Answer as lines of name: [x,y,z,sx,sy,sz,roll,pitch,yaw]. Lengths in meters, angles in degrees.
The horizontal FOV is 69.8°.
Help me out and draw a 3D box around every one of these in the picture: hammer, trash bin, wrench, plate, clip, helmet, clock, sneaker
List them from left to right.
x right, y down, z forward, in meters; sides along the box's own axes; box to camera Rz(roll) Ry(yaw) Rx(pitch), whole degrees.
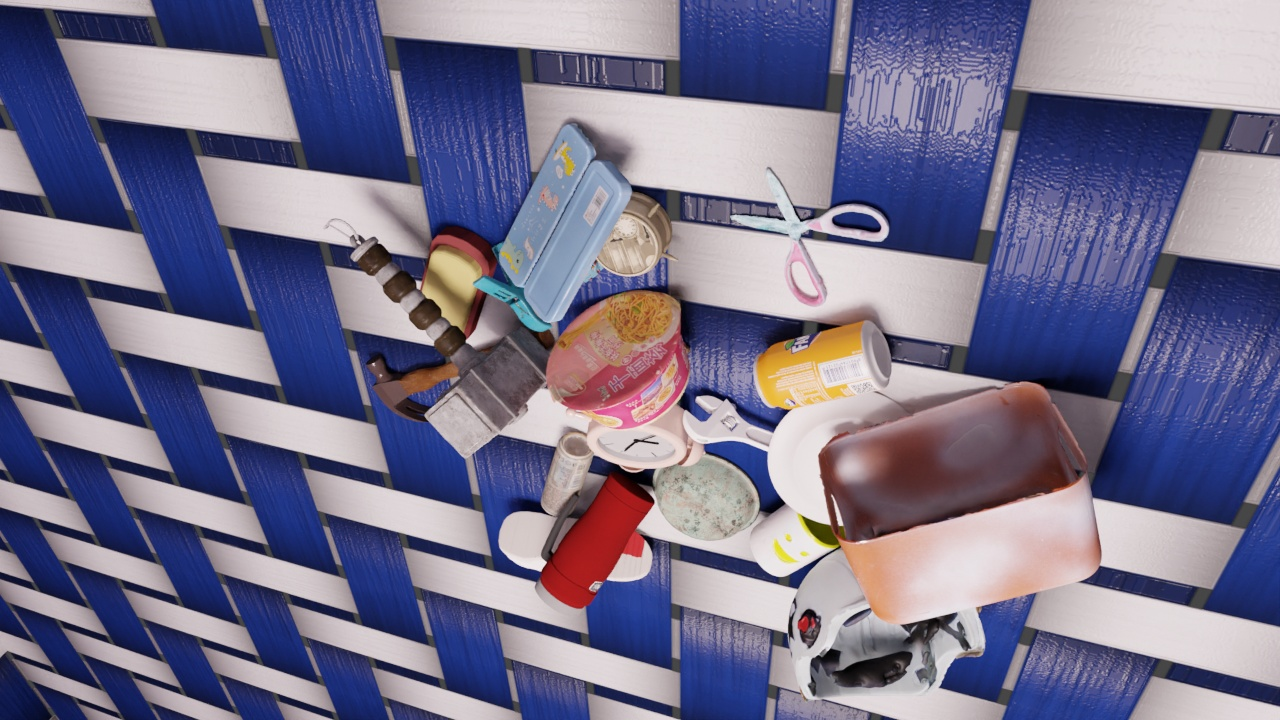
hammer: [-0.256,-0.050,1.121,0.080,0.176,0.326,-37,99,34]
hammer: [-0.252,0.011,1.285,0.324,0.033,0.115,-17,116,32]
clip: [-0.150,-0.091,1.157,0.027,0.103,0.120,-19,123,38]
sneaker: [-0.095,0.298,1.414,0.237,0.090,0.104,6,150,10]
clock: [-0.031,-0.137,1.053,0.141,0.054,0.093,-8,122,22]
clock: [0.000,0.085,1.201,0.131,0.086,0.160,-11,138,30]
wrench: [0.184,0.111,1.156,0.273,0.066,0.018,21,149,2]
plate: [0.251,0.124,1.118,0.188,0.016,0.189,2,113,5]
helmet: [0.302,0.320,1.187,0.236,0.163,0.265,-1,134,-11]
trash bin: [0.347,0.163,1.011,0.260,0.181,0.157,-19,120,14]

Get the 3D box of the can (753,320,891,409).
can: [0.208,0.008,1.048,0.143,0.078,0.079,-15,118,32]

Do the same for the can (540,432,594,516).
can: [-0.106,0.165,1.324,0.054,0.054,0.136,24,132,5]

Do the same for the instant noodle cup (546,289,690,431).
instant noodle cup: [-0.017,0.008,1.099,0.179,0.178,0.078,-8,138,29]

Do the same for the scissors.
scissors: [0.188,-0.138,0.990,0.174,0.013,0.170,-14,116,33]

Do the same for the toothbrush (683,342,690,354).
toothbrush: [-0.007,0.007,1.184,0.167,0.016,0.016,-20,116,34]

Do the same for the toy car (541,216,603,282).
toy car: [-0.097,-0.133,1.106,0.108,0.027,0.060,45,130,-13]

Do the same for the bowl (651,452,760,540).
bowl: [0.086,0.198,1.276,0.157,0.038,0.158,12,129,15]

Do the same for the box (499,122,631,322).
box: [-0.094,-0.152,1.042,0.125,0.020,0.209,49,127,21]

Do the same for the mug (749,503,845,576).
mug: [0.209,0.230,1.219,0.082,0.082,0.106,38,132,-7]

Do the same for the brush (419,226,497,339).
brush: [-0.246,-0.091,1.194,0.082,0.041,0.174,28,132,1]

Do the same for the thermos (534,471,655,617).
thermos: [-0.075,0.254,1.301,0.108,0.084,0.199,35,96,15]
